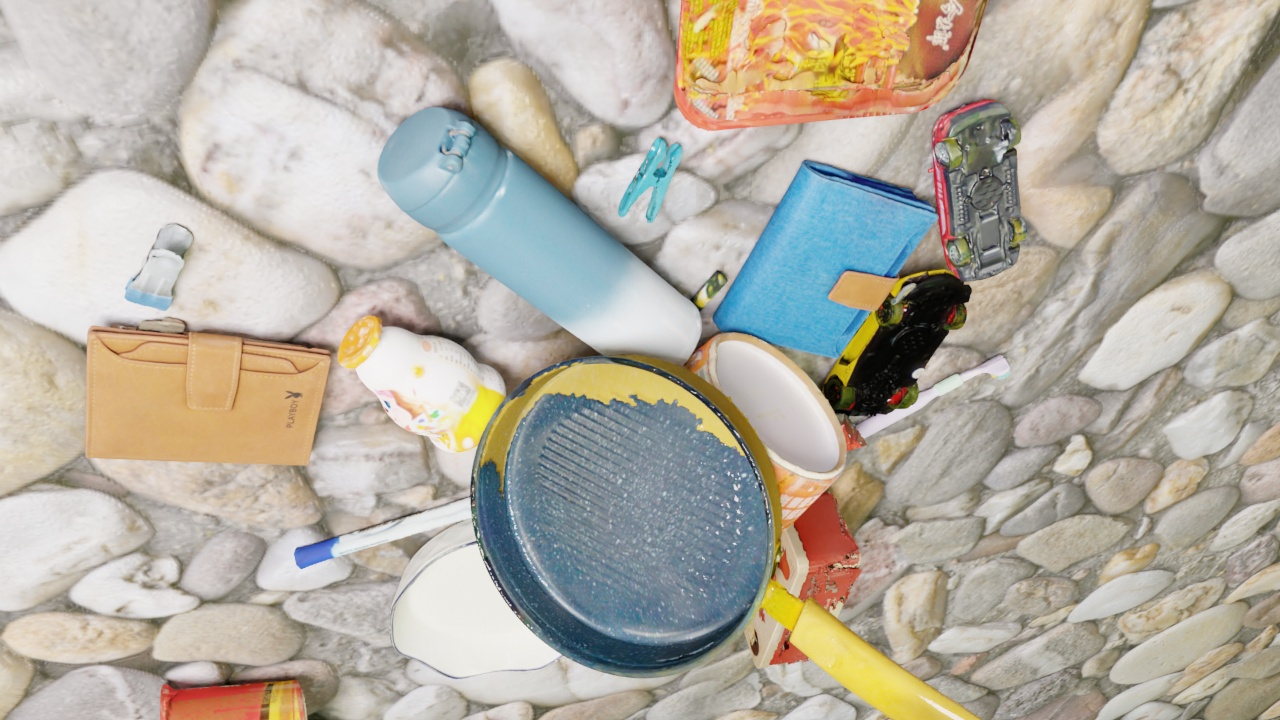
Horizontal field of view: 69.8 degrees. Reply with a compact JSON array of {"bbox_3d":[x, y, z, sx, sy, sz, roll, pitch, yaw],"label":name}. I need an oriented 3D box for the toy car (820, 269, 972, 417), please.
[{"bbox_3d":[0.189,-0.011,0.686,0.071,0.041,0.156,0,137,-20],"label":"toy car"}]

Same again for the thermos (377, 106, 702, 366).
[{"bbox_3d":[-0.052,-0.062,0.538,0.070,0.070,0.220,-39,132,17],"label":"thermos"}]

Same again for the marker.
[{"bbox_3d":[-0.190,0.130,0.700,0.145,0.017,0.017,-16,135,-5],"label":"marker"}]

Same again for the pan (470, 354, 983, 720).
[{"bbox_3d":[0.052,0.125,0.518,0.078,0.358,0.198,-23,133,-64],"label":"pan"}]

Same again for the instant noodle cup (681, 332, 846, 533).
[{"bbox_3d":[0.058,0.060,0.621,0.151,0.151,0.112,20,129,-34],"label":"instant noodle cup"}]

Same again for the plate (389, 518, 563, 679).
[{"bbox_3d":[-0.107,0.193,0.770,0.204,0.045,0.205,-11,135,-12],"label":"plate"}]

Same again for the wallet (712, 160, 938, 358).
[{"bbox_3d":[0.123,-0.063,0.620,0.106,0.040,0.133,12,128,-24],"label":"wallet"}]

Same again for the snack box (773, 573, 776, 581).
[{"bbox_3d":[0.067,0.175,0.785,0.082,0.080,0.091,4,138,-23],"label":"snack box"}]

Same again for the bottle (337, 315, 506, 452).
[{"bbox_3d":[-0.136,0.013,0.576,0.063,0.063,0.108,-37,133,15],"label":"bottle"}]

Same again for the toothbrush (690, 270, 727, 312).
[{"bbox_3d":[-0.004,0.004,0.653,0.017,0.012,0.186,30,117,-26],"label":"toothbrush"}]

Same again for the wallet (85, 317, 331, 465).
[{"bbox_3d":[-0.265,0.024,0.564,0.131,0.031,0.108,6,131,-27],"label":"wallet"}]

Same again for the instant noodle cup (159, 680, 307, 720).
[{"bbox_3d":[-0.336,0.334,0.763,0.108,0.137,0.138,-3,133,-26],"label":"instant noodle cup"}]

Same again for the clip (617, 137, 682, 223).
[{"bbox_3d":[0.006,-0.107,0.550,0.041,0.014,0.056,8,128,-27],"label":"clip"}]

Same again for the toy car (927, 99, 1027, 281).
[{"bbox_3d":[0.217,-0.111,0.601,0.053,0.045,0.121,-20,123,-5],"label":"toy car"}]

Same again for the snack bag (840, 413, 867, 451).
[{"bbox_3d":[0.124,0.068,0.733,0.105,0.026,0.045,-14,148,26],"label":"snack bag"}]

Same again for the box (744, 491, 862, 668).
[{"bbox_3d":[0.148,0.203,0.839,0.078,0.091,0.169,-3,133,-13],"label":"box"}]

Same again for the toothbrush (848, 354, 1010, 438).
[{"bbox_3d":[0.218,0.045,0.768,0.189,0.029,0.021,-28,95,9],"label":"toothbrush"}]

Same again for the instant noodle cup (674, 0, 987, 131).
[{"bbox_3d":[0.093,-0.209,0.439,0.164,0.079,0.189,-7,132,-13],"label":"instant noodle cup"}]

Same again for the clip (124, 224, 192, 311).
[{"bbox_3d":[-0.265,-0.051,0.505,0.024,0.028,0.057,20,132,-31],"label":"clip"}]
